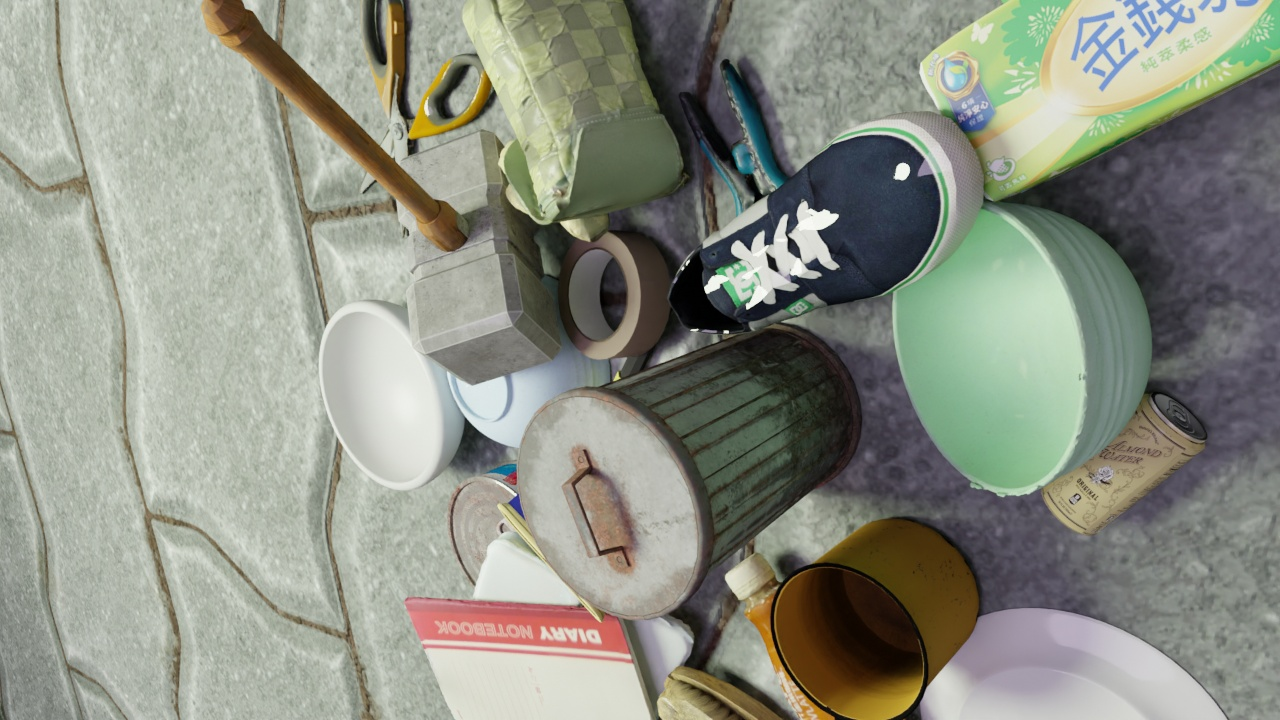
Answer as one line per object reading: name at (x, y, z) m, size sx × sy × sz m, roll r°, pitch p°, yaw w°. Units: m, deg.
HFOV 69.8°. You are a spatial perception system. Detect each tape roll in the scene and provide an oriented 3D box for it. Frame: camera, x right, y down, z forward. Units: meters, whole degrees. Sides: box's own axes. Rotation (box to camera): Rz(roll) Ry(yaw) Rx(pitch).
tape roll at (-0.021, -0.048, 0.671) m, size 0.094 × 0.030 × 0.094 m, roll 6°, pitch 98°, yaw 47°

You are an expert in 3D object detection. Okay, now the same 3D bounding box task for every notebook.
notebook at (-0.092, 0.265, 0.775) m, size 0.209 × 0.012 × 0.153 m, roll -5°, pitch 115°, yaw 26°

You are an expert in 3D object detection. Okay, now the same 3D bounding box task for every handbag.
handbag at (-0.053, -0.174, 0.628) m, size 0.117 × 0.113 × 0.186 m, roll -27°, pitch 83°, yaw 55°

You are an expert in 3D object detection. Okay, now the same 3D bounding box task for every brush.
brush at (0.095, 0.305, 0.692) m, size 0.195 × 0.043 × 0.059 m, roll 35°, pitch 126°, yaw 17°

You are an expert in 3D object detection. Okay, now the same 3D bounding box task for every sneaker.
sneaker at (0.085, -0.058, 0.502) m, size 0.084 × 0.079 × 0.236 m, roll 62°, pitch 156°, yaw 0°

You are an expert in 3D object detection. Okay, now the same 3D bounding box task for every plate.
plate at (0.260, 0.243, 0.562) m, size 0.189 × 0.016 × 0.189 m, roll 13°, pitch 112°, yaw 35°

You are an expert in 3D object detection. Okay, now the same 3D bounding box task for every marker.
marker at (-0.004, 0.004, 0.695) m, size 0.021 × 0.017 × 0.124 m, roll -98°, pitch 28°, yaw -54°

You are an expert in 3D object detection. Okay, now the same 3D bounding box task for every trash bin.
trash bin at (0.033, 0.058, 0.556) m, size 0.131 × 0.210 × 0.131 m, roll 14°, pitch 112°, yaw 35°

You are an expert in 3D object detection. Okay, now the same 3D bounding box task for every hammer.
hammer at (-0.154, -0.114, 0.568) m, size 0.083 × 0.317 × 0.162 m, roll -17°, pitch 66°, yaw 11°

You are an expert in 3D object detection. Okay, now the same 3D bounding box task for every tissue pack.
tissue pack at (0.219, -0.178, 0.398) m, size 0.198 × 0.120 × 0.141 m, roll -27°, pitch 88°, yaw 35°

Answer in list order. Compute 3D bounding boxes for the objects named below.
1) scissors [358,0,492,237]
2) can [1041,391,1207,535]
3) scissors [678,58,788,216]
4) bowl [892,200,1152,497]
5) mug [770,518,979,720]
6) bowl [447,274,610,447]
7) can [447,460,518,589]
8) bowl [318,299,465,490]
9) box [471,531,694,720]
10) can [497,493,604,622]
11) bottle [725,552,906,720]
scissors at (-0.206, -0.222, 0.788) m, size 0.226 × 0.016 × 0.216 m, roll -30°, pitch 85°, yaw 43°
can at (0.256, 0.055, 0.489) m, size 0.038 × 0.038 × 0.080 m, roll 46°, pitch 128°, yaw 18°
scissors at (0.072, -0.126, 0.592) m, size 0.126 × 0.019 × 0.144 m, roll 23°, pitch 120°, yaw 31°
bowl at (0.201, -0.012, 0.471) m, size 0.151 × 0.077 × 0.151 m, roll 168°, pitch 91°, yaw -76°
mug at (0.148, 0.169, 0.576) m, size 0.101 × 0.093 × 0.124 m, roll 21°, pitch 115°, yaw 35°
bowl at (-0.105, 0.008, 0.742) m, size 0.151 × 0.074 × 0.151 m, roll 14°, pitch 112°, yaw 36°
can at (-0.112, 0.158, 0.817) m, size 0.130 × 0.044 × 0.130 m, roll 13°, pitch 112°, yaw 35°
bowl at (-0.217, 0.027, 0.844) m, size 0.177 × 0.066 × 0.177 m, roll 13°, pitch 112°, yaw 35°
box at (-0.065, 0.255, 0.782) m, size 0.189 × 0.037 × 0.209 m, roll 29°, pitch 125°, yaw 10°
can at (-0.036, 0.125, 0.705) m, size 0.116 × 0.092 × 0.057 m, roll 43°, pitch 164°, yaw 20°
bottle at (0.119, 0.210, 0.637) m, size 0.167 × 0.059 × 0.059 m, roll 54°, pitch 130°, yaw 12°
